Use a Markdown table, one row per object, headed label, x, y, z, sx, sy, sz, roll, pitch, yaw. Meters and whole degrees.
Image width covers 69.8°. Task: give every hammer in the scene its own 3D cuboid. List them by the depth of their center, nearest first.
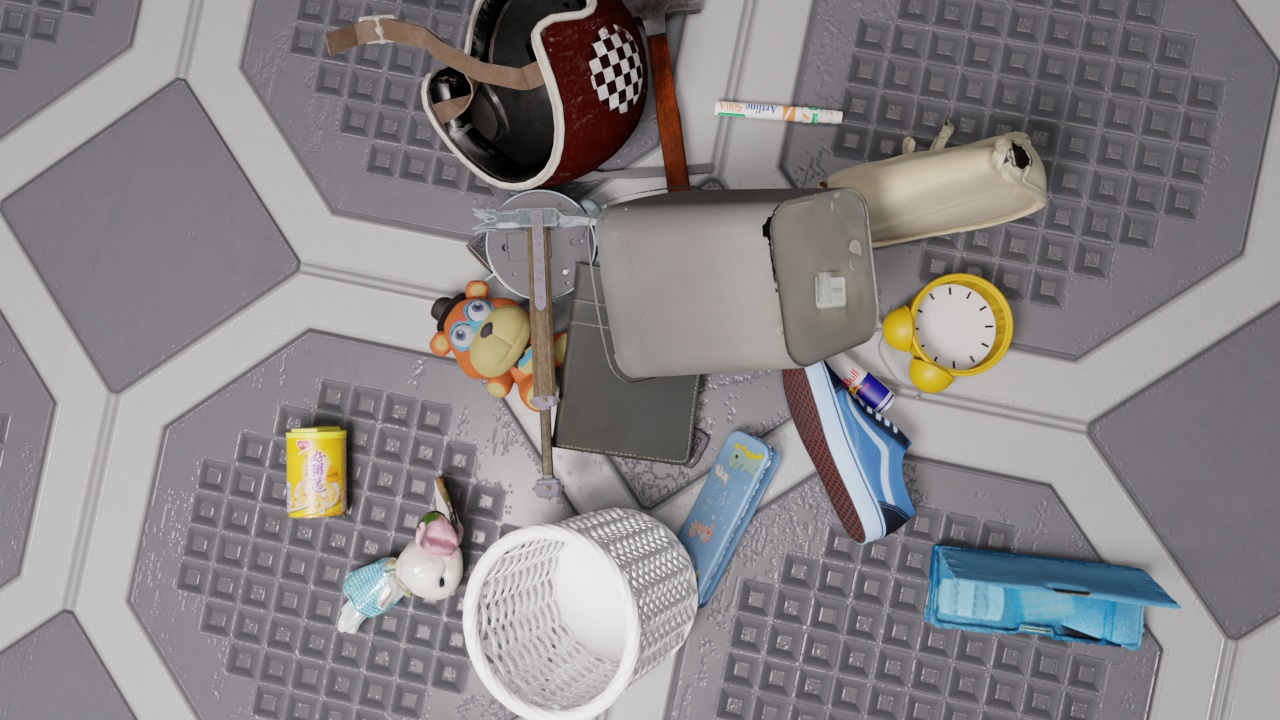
| label | x | y | z | sx | sy | sz | roll | pitch | yaw |
| --- | --- | --- | --- | --- | --- | --- | --- | --- | --- |
| hammer | -0.101 | -0.010 | 0.989 | 0.147 | 0.028 | 0.316 | -3 | 84 | -5 |
| hammer | 0.033 | -0.275 | 1.057 | 0.111 | 0.028 | 0.300 | -8 | 84 | 5 |

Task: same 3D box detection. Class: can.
| label | x | y | z | sx | sy | sz | roll | pitch | yaw |
| --- | --- | --- | --- | --- | --- | --- | --- | --- | --- |
| can | 0.243 | 0.021 | 1.039 | 0.095 | 0.032 | 0.032 | 40 | 92 | 4 |
| can | -0.377 | 0.130 | 1.068 | 0.068 | 0.067 | 0.105 | -1 | 89 | 4 |

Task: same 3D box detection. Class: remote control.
| label | x | y | z | sx | sy | sz | roll | pitch | yaw |
| --- | --- | --- | --- | --- | --- | --- | --- | --- | --- |
| remote control | 0.018 | 0.079 | 1.067 | 0.124 | 0.009 | 0.046 | 29 | 91 | 5 |

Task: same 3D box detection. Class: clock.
| label | x | y | z | sx | sy | sz | roll | pitch | yaw |
| --- | --- | --- | --- | --- | --- | --- | --- | --- | --- |
| clock | 0.340 | -0.030 | 1.025 | 0.152 | 0.052 | 0.113 | -32 | 86 | -2 |
| clock | -0.100 | -0.133 | 1.047 | 0.159 | 0.045 | 0.122 | -5 | 99 | -6 |

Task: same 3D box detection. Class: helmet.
| label | x | y | z | sx | sy | sz | roll | pitch | yaw |
| --- | --- | --- | --- | --- | --- | --- | --- | --- | --- |
| helmet | -0.121 | -0.299 | 0.970 | 0.234 | 0.252 | 0.234 | -5 | 118 | 42 |

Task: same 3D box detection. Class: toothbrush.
| label | x | y | z | sx | sy | sz | roll | pitch | yaw |
| --- | --- | --- | --- | --- | --- | --- | --- | --- | --- |
| toothbrush | 0.002 | -0.220 | 1.074 | 0.167 | 0.013 | 0.013 | -4 | 88 | 3 |

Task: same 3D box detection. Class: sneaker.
| label | x | y | z | sx | sy | sz | roll | pitch | yaw |
| --- | --- | --- | --- | --- | --- | --- | --- | --- | --- |
| sneaker | 0.238 | 0.076 | 1.024 | 0.098 | 0.083 | 0.241 | -23 | 89 | -15 |

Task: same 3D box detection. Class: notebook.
| label | x | y | z | sx | sy | sz | roll | pitch | yaw |
| --- | --- | --- | --- | --- | --- | --- | --- | --- | --- |
| notebook | -0.006 | 0.006 | 1.033 | 0.169 | 0.029 | 0.209 | 10 | 87 | -17 |

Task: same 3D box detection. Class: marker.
| label | x | y | z | sx | sy | sz | roll | pitch | yaw |
| --- | --- | --- | --- | --- | --- | --- | --- | --- | --- |
| marker | 0.159 | -0.286 | 1.061 | 0.145 | 0.017 | 0.017 | 6 | 89 | 5 |

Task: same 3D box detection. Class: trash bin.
| label | x | y | z | sx | sy | sz | roll | pitch | yaw |
| --- | --- | --- | --- | --- | --- | --- | --- | --- | --- |
| trash bin | 0.098 | -0.081 | 0.914 | 0.221 | 0.196 | 0.197 | 3 | 107 | 47 |

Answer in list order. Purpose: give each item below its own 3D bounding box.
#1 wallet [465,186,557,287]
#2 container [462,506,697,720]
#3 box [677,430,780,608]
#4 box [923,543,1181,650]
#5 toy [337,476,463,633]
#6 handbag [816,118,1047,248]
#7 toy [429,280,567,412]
| label | x | y | z | sx | sy | sz | roll | pitch | yaw |
| --- | --- | --- | --- | --- | --- | --- | --- | --- | --- |
| wallet | -0.138 | -0.151 | 1.079 | 0.123 | 0.019 | 0.072 | -44 | 90 | 2 |
| container | -0.055 | 0.256 | 0.957 | 0.190 | 0.186 | 0.189 | -1 | 87 | 22 |
| box | 0.086 | 0.181 | 1.034 | 0.069 | 0.064 | 0.210 | 27 | 91 | 7 |
| box | 0.435 | 0.259 | 0.980 | 0.231 | 0.110 | 0.094 | 7 | 88 | 5 |
| toy | -0.264 | 0.249 | 1.046 | 0.105 | 0.131 | 0.205 | 42 | 98 | -12 |
| handbag | 0.301 | -0.202 | 0.975 | 0.229 | 0.183 | 0.132 | -15 | 85 | 20 |
| toy | -0.159 | -0.019 | 1.047 | 0.176 | 0.096 | 0.112 | 27 | 81 | 14 |
